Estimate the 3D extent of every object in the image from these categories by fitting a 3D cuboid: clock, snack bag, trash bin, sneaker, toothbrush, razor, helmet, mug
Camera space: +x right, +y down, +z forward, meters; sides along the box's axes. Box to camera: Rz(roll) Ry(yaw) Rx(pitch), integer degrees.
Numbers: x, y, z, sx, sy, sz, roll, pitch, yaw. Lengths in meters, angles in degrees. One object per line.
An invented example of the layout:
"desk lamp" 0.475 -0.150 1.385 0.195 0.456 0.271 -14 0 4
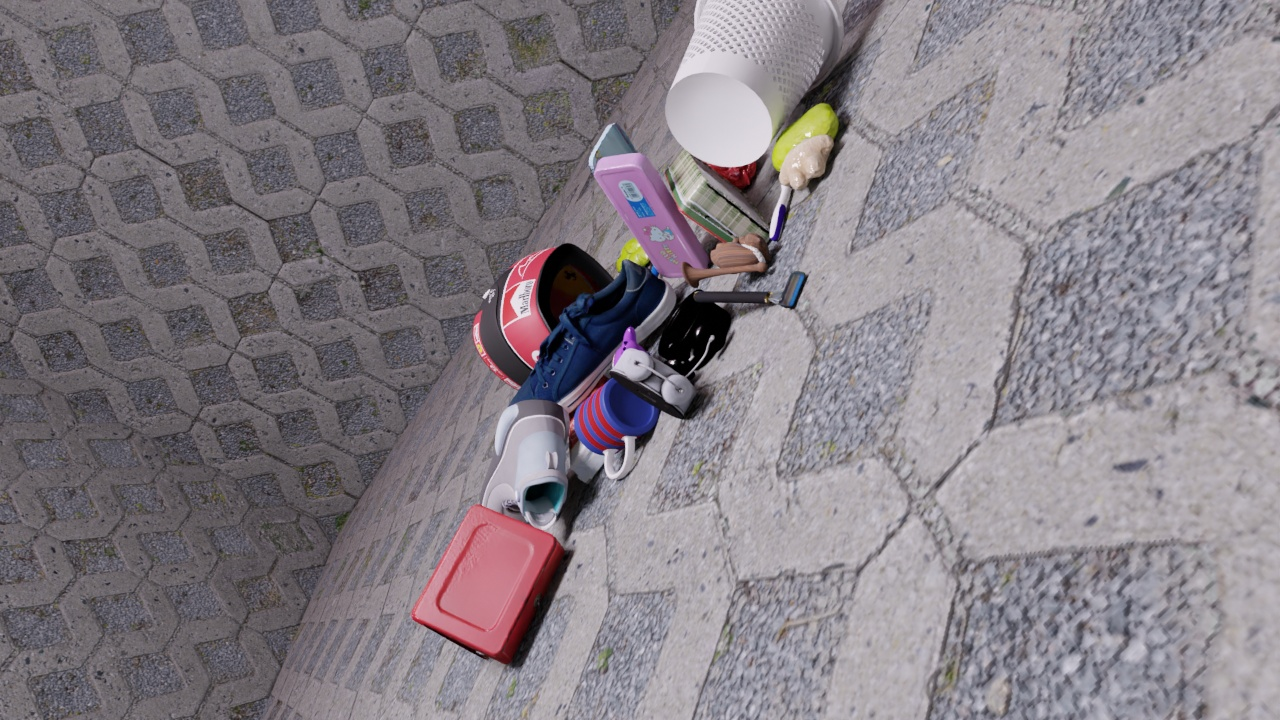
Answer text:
"clock" 0.015 0.023 0.987 0.035 0.094 0.123 -58 -1 -9
"snack bag" 0.107 -0.281 1.296 0.082 0.082 0.176 -56 15 10
"trash bin" 0.128 -0.354 1.127 0.196 0.195 0.199 -36 22 54
"sneaker" -0.094 -0.026 1.238 0.295 0.127 0.120 -44 33 11
"clock" 0.061 -0.025 1.039 0.091 0.042 0.120 -49 19 31
"toothbrush" 0.175 -0.210 1.082 0.015 0.016 0.186 -36 27 52
"razor" 0.112 -0.068 0.957 0.144 0.022 0.042 1 58 49
"sneaker" -0.148 0.185 1.194 0.160 0.093 0.257 -108 30 -48
"helmet" -0.159 -0.055 1.471 0.225 0.197 0.270 -34 23 36
"snack bag" -0.066 0.079 1.246 0.077 0.041 0.225 -53 15 14
"mug" -0.027 0.082 1.081 0.076 0.074 0.111 -40 51 50

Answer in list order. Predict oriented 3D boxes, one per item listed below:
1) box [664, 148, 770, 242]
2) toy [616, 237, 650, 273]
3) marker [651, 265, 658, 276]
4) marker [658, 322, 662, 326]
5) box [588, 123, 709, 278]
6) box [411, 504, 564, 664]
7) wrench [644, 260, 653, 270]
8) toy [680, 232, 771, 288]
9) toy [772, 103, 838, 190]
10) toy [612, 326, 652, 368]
"box" 0.093 -0.195 1.129 0.050 0.117 0.205 -49 20 17
"toy" -0.008 -0.169 1.489 0.094 0.036 0.093 -49 25 29
"marker" 0.012 -0.109 1.396 0.013 0.013 0.141 -40 24 49
"marker" -0.027 -0.021 1.281 0.141 0.016 0.016 -34 25 22
"box" 0.020 -0.206 1.177 0.090 0.214 0.092 -1 56 31
"box" -0.175 0.272 1.102 0.165 0.152 0.157 -1 56 52
"wrench" -0.002 -0.107 1.440 0.070 0.010 0.272 -41 24 48
"toy" 0.101 -0.113 1.029 0.102 0.041 0.054 -3 52 36
"toy" 0.189 -0.238 1.043 0.092 0.043 0.117 -35 34 34
"toy" -0.007 0.007 1.167 0.088 0.055 0.106 -157 63 -72
